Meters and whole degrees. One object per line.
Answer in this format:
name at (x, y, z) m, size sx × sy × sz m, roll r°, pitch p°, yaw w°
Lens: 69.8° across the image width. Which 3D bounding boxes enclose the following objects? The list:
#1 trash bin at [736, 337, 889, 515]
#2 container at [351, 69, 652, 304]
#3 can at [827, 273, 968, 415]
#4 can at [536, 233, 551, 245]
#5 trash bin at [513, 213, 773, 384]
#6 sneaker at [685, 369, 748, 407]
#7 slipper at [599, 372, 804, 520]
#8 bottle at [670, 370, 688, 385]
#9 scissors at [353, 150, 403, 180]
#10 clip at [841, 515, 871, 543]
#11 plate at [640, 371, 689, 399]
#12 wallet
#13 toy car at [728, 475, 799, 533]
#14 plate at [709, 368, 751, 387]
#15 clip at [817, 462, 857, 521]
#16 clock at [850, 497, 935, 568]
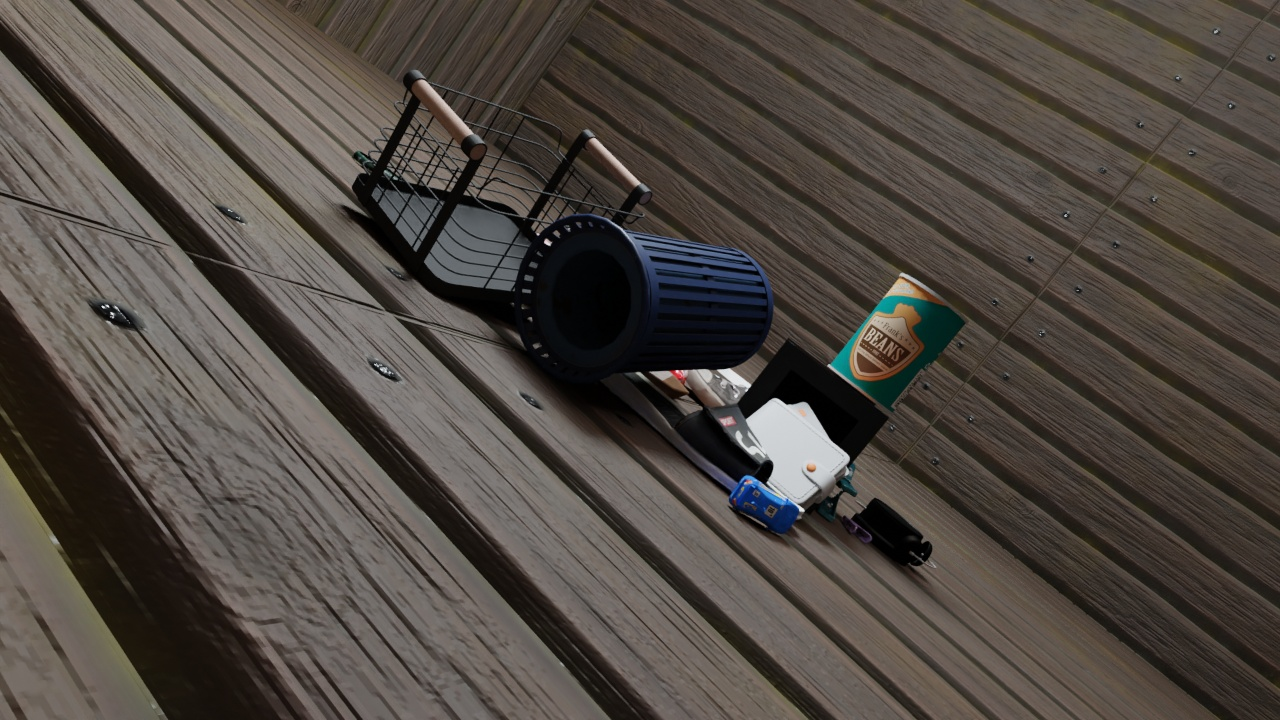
trash bin at (0.190, 0.072, 1.106) m, size 0.140 × 0.140 × 0.171 m, roll 38°, pitch 8°, yaw 6°
container at (-0.123, -0.154, 0.851) m, size 0.163 × 0.130 × 0.240 m, roll 49°, pitch 26°, yaw 26°
can at (0.315, -0.020, 1.126) m, size 0.099 × 0.144 × 0.099 m, roll 36°, pitch 8°, yaw -6°
can at (-0.111, -0.100, 1.040) m, size 0.067 × 0.067 × 0.076 m, roll 30°, pitch 11°, yaw -44°
trash bin at (0.017, -0.052, 0.855) m, size 0.139 × 0.139 × 0.249 m, roll 41°, pitch 23°, yaw 27°
sneaker at (0.165, 0.043, 1.248) m, size 0.235 × 0.120 × 0.095 m, roll 34°, pitch 8°, yaw -3°
slipper at (0.059, 0.059, 0.901) m, size 0.264 × 0.063 × 0.111 m, roll 37°, pitch 7°, yaw 18°
bottle at (0.035, 0.006, 1.167) m, size 0.042 × 0.042 × 0.141 m, roll 35°, pitch 8°, yaw -18°
scissors at (-0.267, -0.189, 1.073) m, size 0.206 × 0.015 × 0.201 m, roll 36°, pitch 8°, yaw 4°
clip at (0.259, 0.203, 1.117) m, size 0.029 × 0.013 × 0.050 m, roll 35°, pitch 5°, yaw -21°
plate at (-0.007, 0.006, 1.040) m, size 0.131 × 0.025 × 0.131 m, roll 36°, pitch 8°, yaw -6°
wallet at (0.164, 0.094, 0.974) m, size 0.118 × 0.115 × 0.038 m, roll 41°, pitch -30°, yaw 26°
toy car at (0.112, 0.130, 0.787) m, size 0.092 × 0.033 × 0.062 m, roll 33°, pitch 2°, yaw -27°
plate at (0.148, 0.052, 1.422) m, size 0.174 × 0.036 × 0.174 m, roll 36°, pitch 8°, yaw -6°
clip at (0.229, 0.170, 1.138) m, size 0.030 × 0.120 × 0.130 m, roll 40°, pitch 31°, yaw 0°
clock at (0.327, 0.225, 1.174) m, size 0.121 × 0.042 × 0.091 m, roll 43°, pitch 9°, yaw 35°
